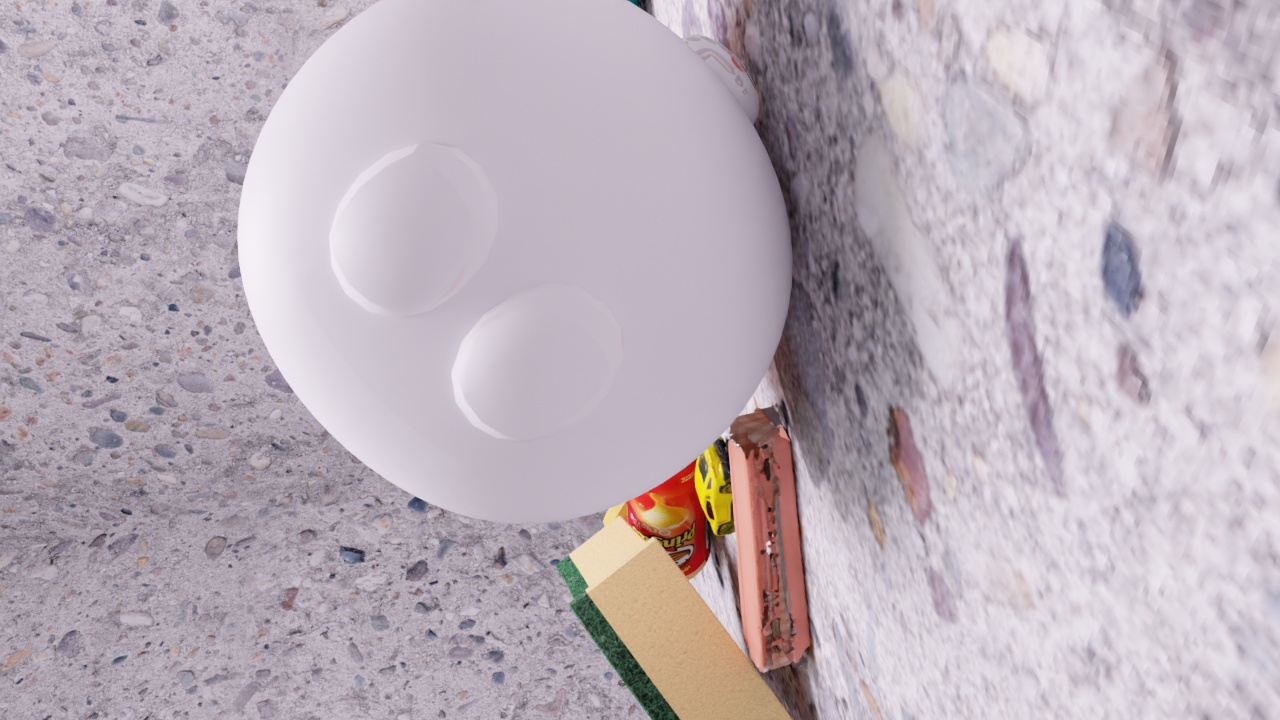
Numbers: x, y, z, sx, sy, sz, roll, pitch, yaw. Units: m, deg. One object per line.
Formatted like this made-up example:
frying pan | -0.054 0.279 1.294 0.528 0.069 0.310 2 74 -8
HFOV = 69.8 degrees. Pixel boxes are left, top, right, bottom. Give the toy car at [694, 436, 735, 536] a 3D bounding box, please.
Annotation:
toy car | 0.062 0.105 0.754 0.107 0.030 0.049 83 171 -47

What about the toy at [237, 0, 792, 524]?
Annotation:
toy | -0.051 -0.062 0.478 0.263 0.266 0.280 48 -161 -9

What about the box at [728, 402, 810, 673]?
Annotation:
box | 0.077 0.118 0.582 0.058 0.053 0.187 -45 -48 -58

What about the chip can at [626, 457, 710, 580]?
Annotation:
chip can | 0.024 0.121 0.855 0.214 0.087 0.087 87 169 -49

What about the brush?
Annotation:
brush | 0.024 0.232 0.735 0.195 0.075 0.250 53 171 0

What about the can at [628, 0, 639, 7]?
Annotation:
can | -0.044 -0.240 0.722 0.099 0.099 0.144 -116 15 -65

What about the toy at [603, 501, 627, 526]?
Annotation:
toy | -0.056 0.063 1.039 0.245 0.267 0.141 -56 -9 -42
